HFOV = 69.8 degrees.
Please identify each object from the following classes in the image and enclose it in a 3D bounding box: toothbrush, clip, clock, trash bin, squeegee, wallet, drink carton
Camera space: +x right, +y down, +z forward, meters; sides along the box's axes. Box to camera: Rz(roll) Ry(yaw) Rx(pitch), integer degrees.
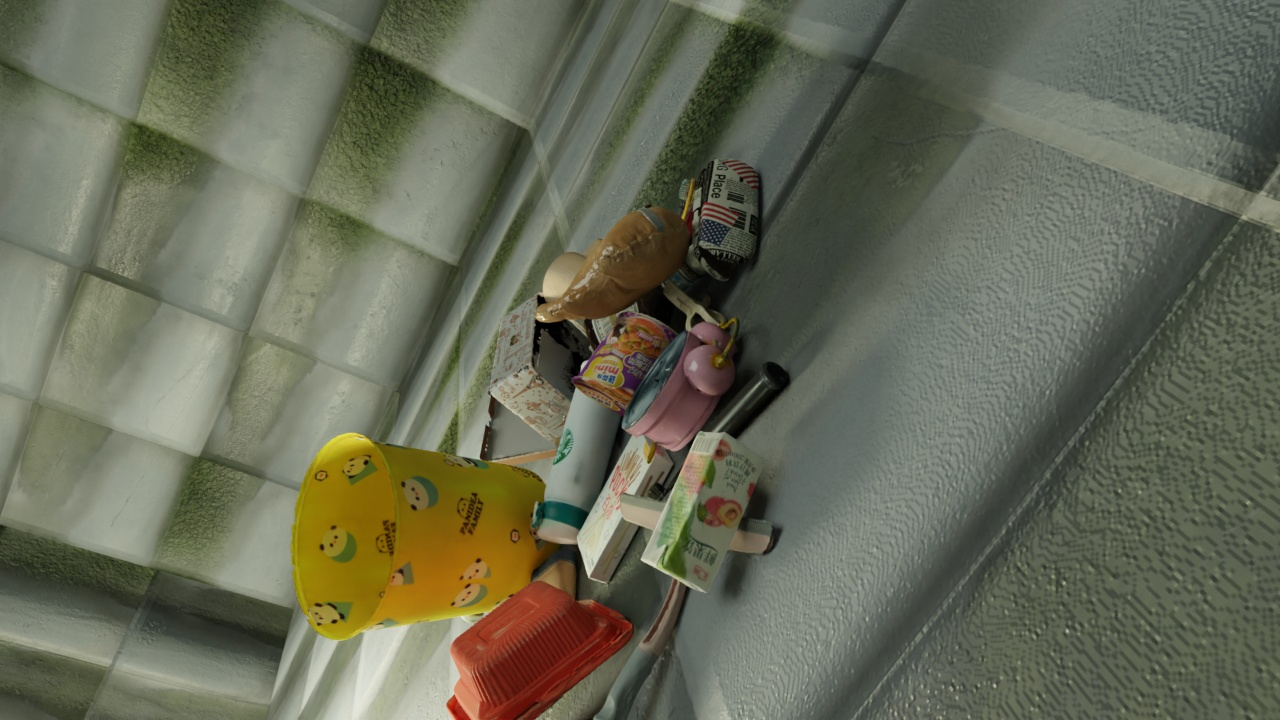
[{"bbox_3d":[0.066,0.076,0.869,0.213,0.027,0.026,-51,-2,37],"label":"toothbrush"},{"bbox_3d":[0.062,-0.051,0.995,0.034,0.061,0.097,-57,33,24],"label":"clip"},{"bbox_3d":[0.039,-0.144,1.115,0.192,0.018,0.016,106,174,-47],"label":"toothbrush"},{"bbox_3d":[0.047,0.020,0.907,0.159,0.060,0.117,-54,8,23],"label":"clock"},{"bbox_3d":[-0.253,0.214,1.118,0.230,0.254,0.229,-11,74,42],"label":"trash bin"},{"bbox_3d":[0.004,0.247,0.807,0.248,0.040,0.249,-1,59,59],"label":"squeegee"},{"bbox_3d":[-0.103,0.287,1.064,0.090,0.033,0.115,-50,29,37],"label":"wallet"},{"bbox_3d":[0.051,0.123,0.757,0.046,0.053,0.122,-1,60,62],"label":"drink carton"}]

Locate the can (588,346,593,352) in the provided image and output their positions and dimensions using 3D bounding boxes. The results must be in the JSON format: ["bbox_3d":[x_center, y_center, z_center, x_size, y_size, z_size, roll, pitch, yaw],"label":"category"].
[{"bbox_3d":[-0.018,-0.065,1.201,0.133,0.053,0.053,-64,20,6],"label":"can"}]

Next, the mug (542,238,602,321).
[{"bbox_3d":[-0.056,-0.107,1.266,0.103,0.084,0.124,29,67,34],"label":"mug"}]

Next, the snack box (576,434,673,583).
[{"bbox_3d":[-0.019,0.156,1.001,0.157,0.027,0.084,-63,20,13],"label":"snack box"}]

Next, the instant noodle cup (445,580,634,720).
[{"bbox_3d":[-0.111,0.286,0.905,0.188,0.079,0.165,-33,9,-23],"label":"instant noodle cup"}]

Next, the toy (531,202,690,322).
[{"bbox_3d":[-0.033,-0.094,1.036,0.227,0.143,0.082,-37,75,48],"label":"toy"}]

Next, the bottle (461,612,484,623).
[{"bbox_3d":[-0.194,0.275,1.272,0.206,0.059,0.059,-62,20,14],"label":"bottle"}]

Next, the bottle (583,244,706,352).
[{"bbox_3d":[0.012,-0.073,1.106,0.195,0.044,0.079,-39,61,33],"label":"bottle"}]

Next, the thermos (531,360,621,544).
[{"bbox_3d":[-0.071,0.112,1.112,0.073,0.073,0.223,-27,43,60],"label":"thermos"}]

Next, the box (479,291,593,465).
[{"bbox_3d":[-0.168,0.040,1.310,0.193,0.156,0.182,-30,34,23],"label":"box"}]

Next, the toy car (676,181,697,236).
[{"bbox_3d":[0.058,-0.176,1.161,0.106,0.031,0.049,-65,19,0],"label":"toy car"}]

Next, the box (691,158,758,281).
[{"bbox_3d":[0.096,-0.167,1.007,0.081,0.075,0.163,-34,34,42],"label":"box"}]

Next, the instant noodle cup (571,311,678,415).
[{"bbox_3d":[-0.006,0.006,1.031,0.099,0.111,0.112,-61,18,-14],"label":"instant noodle cup"}]
